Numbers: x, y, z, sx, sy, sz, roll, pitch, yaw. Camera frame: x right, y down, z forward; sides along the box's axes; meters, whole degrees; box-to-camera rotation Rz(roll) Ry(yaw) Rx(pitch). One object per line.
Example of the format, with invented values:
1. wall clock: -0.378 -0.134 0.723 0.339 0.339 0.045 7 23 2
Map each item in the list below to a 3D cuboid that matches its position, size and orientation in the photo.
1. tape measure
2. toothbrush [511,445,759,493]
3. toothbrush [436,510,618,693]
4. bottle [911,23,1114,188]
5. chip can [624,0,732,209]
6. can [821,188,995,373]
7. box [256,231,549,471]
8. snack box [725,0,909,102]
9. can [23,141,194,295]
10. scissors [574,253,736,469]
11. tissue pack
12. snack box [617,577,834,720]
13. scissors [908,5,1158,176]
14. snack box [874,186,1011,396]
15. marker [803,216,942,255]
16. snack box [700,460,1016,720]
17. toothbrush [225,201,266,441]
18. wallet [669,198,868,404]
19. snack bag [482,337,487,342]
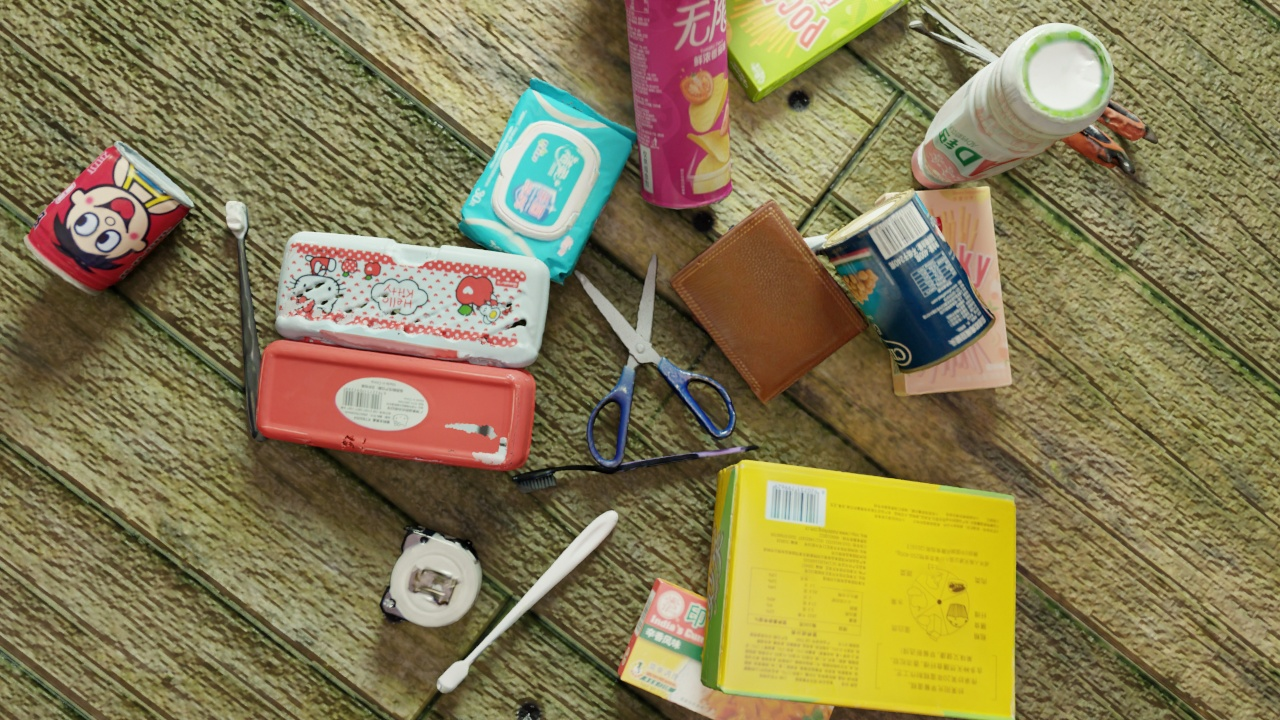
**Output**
1. tape measure: -0.149 0.159 0.667 0.066 0.033 0.065 17 87 -2
2. toothbrush: -0.002 0.081 0.692 0.189 0.014 0.017 -7 94 -5
3. toothbrush: -0.082 0.177 0.681 0.180 0.016 0.016 -44 92 -8
4. bottle: 0.241 -0.162 0.632 0.068 0.197 0.068 0 87 -4
5. chip can: 0.026 -0.214 0.630 0.071 0.071 0.211 -9 124 -5
6. can: 0.188 -0.057 0.649 0.075 0.075 0.111 -35 96 -6
7. box: -0.170 -0.008 0.654 0.201 0.039 0.158 7 94 7
8. snack box: 0.130 -0.280 0.719 0.156 0.026 0.086 -33 88 -5
9. can: -0.377 -0.099 0.651 0.066 0.066 0.093 43 85 0
10. scissors: 0.005 0.005 0.693 0.174 0.012 0.162 31 79 -1
11. tissue pack: -0.069 -0.133 0.683 0.093 0.050 0.133 26 84 -1
12. snack box: 0.069 0.228 0.680 0.156 0.027 0.077 24 83 -2
13. scissors: 0.302 -0.208 0.697 0.188 0.015 0.225 -7 51 -37
14. snack box: 0.233 -0.053 0.711 0.084 0.026 0.157 -5 87 -4
15. marker: 0.153 -0.090 0.695 0.145 0.017 0.017 -8 87 10
16. snack box: 0.154 0.164 0.652 0.210 0.070 0.157 8 75 -7
17. toothbrush: -0.291 -0.030 0.679 0.015 0.018 0.181 -7 88 -8
18. wallet: 0.095 -0.043 0.687 0.101 0.032 0.124 -38 91 14
19. snack bag: -0.117 0.018 0.681 0.048 0.026 0.104 -19 87 -4
